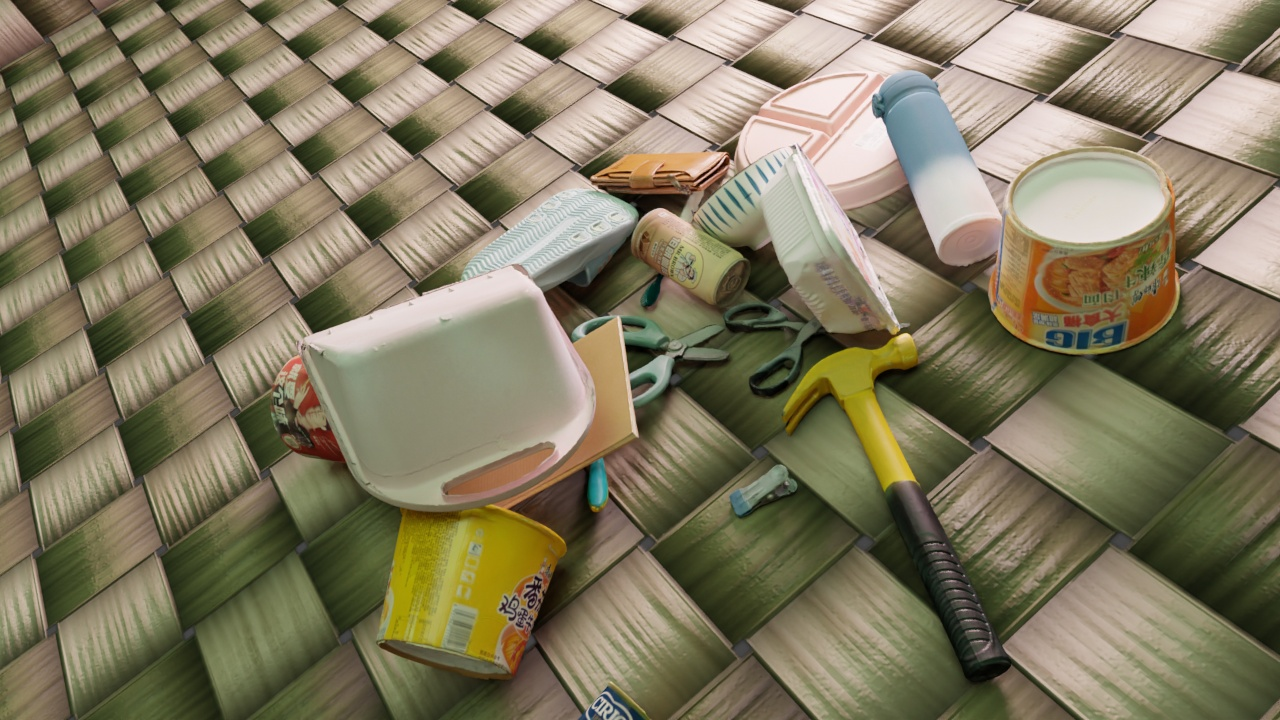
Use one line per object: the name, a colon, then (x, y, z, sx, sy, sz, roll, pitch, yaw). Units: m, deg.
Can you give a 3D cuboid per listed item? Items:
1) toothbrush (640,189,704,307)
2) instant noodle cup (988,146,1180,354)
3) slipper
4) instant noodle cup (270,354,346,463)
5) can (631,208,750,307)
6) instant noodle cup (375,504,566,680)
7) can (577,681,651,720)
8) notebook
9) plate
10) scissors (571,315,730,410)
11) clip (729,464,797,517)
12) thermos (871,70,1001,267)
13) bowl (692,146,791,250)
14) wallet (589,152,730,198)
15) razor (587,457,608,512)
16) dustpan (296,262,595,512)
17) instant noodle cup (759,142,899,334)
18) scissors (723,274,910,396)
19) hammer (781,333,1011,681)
toothbrush: (0.036, -0.127, 0.993, 0.018, 0.016, 0.191, -29, 30, 49)
instant noodle cup: (0.366, -0.097, 0.758, 0.151, 0.111, 0.151, -12, 47, 13)
slipper: (-0.090, -0.111, 0.988, 0.104, 0.074, 0.244, 23, 45, 29)
instant noodle cup: (-0.287, 0.042, 0.904, 0.109, 0.138, 0.137, -4, 49, 30)
can: (0.049, -0.104, 0.923, 0.116, 0.058, 0.058, 35, 69, 28)
instant noodle cup: (-0.137, 0.182, 0.719, 0.138, 0.138, 0.109, 0, 60, 23)
can: (-0.031, 0.285, 0.615, 0.111, 0.075, 0.075, -45, 49, -17)
notebook: (-0.097, 0.061, 0.844, 0.212, 0.012, 0.149, -30, 42, 20)
plate: (0.214, -0.250, 1.017, 0.230, 0.028, 0.229, -11, 47, 12)
scissors: (-0.005, 0.006, 0.875, 0.170, 0.019, 0.180, 7, 40, 23)
clip: (0.100, 0.108, 0.755, 0.056, 0.027, 0.024, -29, 43, 11)
thermos: (0.284, -0.193, 0.888, 0.070, 0.070, 0.220, -16, 55, 9)
bowl: (0.119, -0.154, 0.929, 0.116, 0.116, 0.066, -35, 87, -9)
wallet: (0.021, -0.210, 1.039, 0.131, 0.035, 0.118, 5, 25, 26)
razor: (-0.041, 0.087, 0.825, 0.043, 0.028, 0.132, -8, 41, 1)
dustpan: (-0.162, 0.021, 0.779, 0.222, 0.139, 0.273, -22, 14, -14)
instant noodle cup: (0.163, -0.102, 0.833, 0.060, 0.138, 0.173, -31, 38, 18)
scissors: (0.157, -0.031, 0.861, 0.159, 0.014, 0.180, 30, 64, 37)
hammer: (0.201, 0.102, 0.708, 0.129, 0.033, 0.300, -21, 46, 5)
